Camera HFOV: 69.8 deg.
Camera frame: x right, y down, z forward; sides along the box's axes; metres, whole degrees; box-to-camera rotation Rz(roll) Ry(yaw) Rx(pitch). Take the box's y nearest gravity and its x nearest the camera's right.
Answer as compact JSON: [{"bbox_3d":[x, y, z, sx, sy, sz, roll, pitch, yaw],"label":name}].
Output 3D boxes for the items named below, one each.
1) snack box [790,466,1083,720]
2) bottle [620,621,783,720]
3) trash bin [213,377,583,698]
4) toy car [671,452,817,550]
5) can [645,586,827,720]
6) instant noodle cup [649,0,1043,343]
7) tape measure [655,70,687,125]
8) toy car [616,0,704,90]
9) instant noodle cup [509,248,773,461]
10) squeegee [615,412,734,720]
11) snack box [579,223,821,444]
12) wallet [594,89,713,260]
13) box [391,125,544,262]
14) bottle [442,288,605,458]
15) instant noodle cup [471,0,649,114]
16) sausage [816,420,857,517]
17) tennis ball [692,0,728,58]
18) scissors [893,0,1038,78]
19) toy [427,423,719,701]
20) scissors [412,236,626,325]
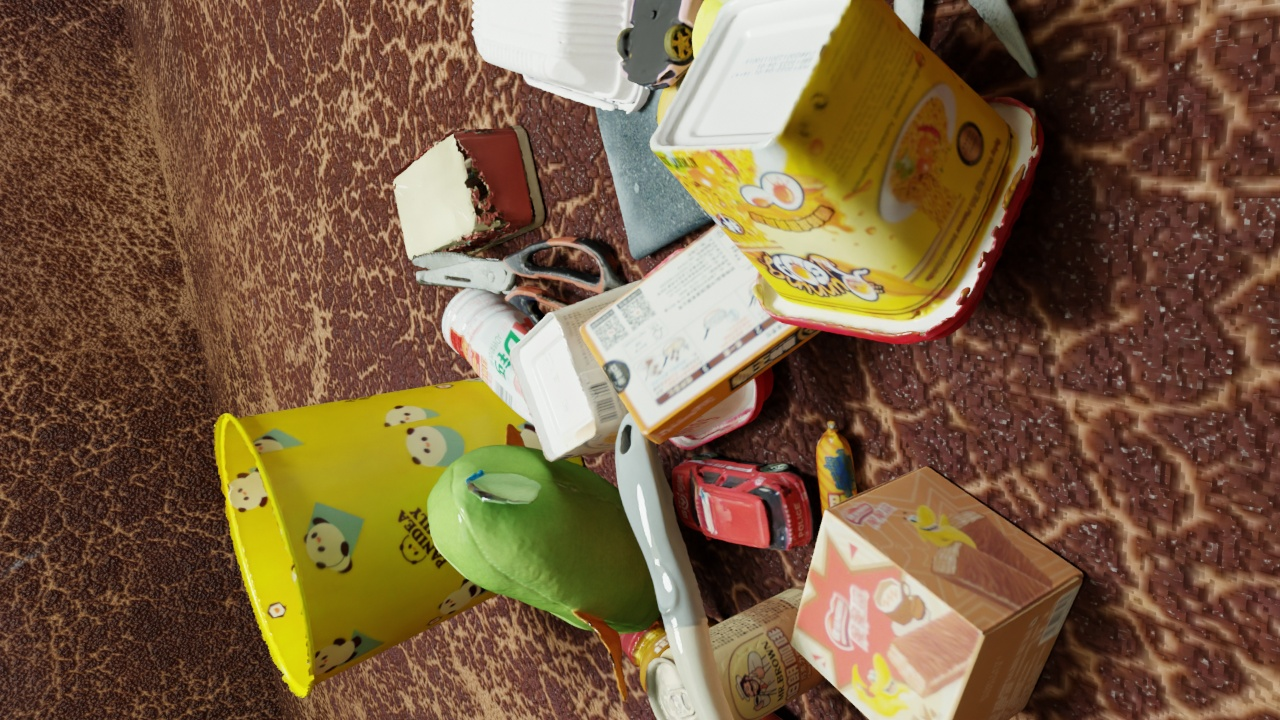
[{"bbox_3d":[0.139,0.122,0.447,0.094,0.076,0.093,39,133,43],"label":"snack box"},{"bbox_3d":[0.050,0.243,0.646,0.175,0.057,0.057,35,130,45],"label":"bottle"},{"bbox_3d":[-0.198,0.127,0.787,0.230,0.254,0.230,27,124,49],"label":"trash bin"},{"bbox_3d":[0.059,0.090,0.585,0.121,0.045,0.053,0,101,58],"label":"toy car"},{"bbox_3d":[0.065,0.181,0.545,0.058,0.116,0.058,28,125,49],"label":"can"},{"bbox_3d":[0.081,-0.083,0.377,0.116,0.123,0.116,16,75,52],"label":"instant noodle cup"},{"bbox_3d":[0.036,-0.140,0.521,0.060,0.028,0.057,-23,82,34],"label":"tape measure"},{"bbox_3d":[0.022,-0.211,0.510,0.056,0.037,0.122,25,105,52],"label":"toy car"},{"bbox_3d":[-0.003,0.003,0.567,0.117,0.124,0.116,-34,74,56],"label":"instant noodle cup"},{"bbox_3d":[0.030,0.140,0.461,0.247,0.039,0.246,-32,73,37],"label":"squeegee"},{"bbox_3d":[0.048,-0.031,0.474,0.075,0.154,0.026,57,-173,26],"label":"snack box"},{"bbox_3d":[0.008,-0.135,0.593,0.097,0.019,0.121,-18,86,57],"label":"wallet"},{"bbox_3d":[-0.159,-0.135,0.783,0.169,0.079,0.091,-8,95,57],"label":"box"},{"bbox_3d":[-0.089,0.008,0.753,0.197,0.068,0.068,39,133,38],"label":"bottle"},{"bbox_3d":[-0.058,-0.240,0.596,0.173,0.060,0.138,36,128,51],"label":"instant noodle cup"},{"bbox_3d":[0.118,0.114,0.526,0.021,0.021,0.165,6,108,55],"label":"sausage"},{"bbox_3d":[0.059,-0.162,0.460,0.065,0.065,0.065,28,125,48],"label":"tennis ball"},{"bbox_3d":[0.113,-0.228,0.399,0.224,0.021,0.221,47,144,38],"label":"scissors"},{"bbox_3d":[-0.045,0.122,0.604,0.090,0.246,0.227,-45,46,9],"label":"toy"},{"bbox_3d":[-0.103,-0.053,0.733,0.207,0.015,0.194,-38,85,41],"label":"scissors"}]
